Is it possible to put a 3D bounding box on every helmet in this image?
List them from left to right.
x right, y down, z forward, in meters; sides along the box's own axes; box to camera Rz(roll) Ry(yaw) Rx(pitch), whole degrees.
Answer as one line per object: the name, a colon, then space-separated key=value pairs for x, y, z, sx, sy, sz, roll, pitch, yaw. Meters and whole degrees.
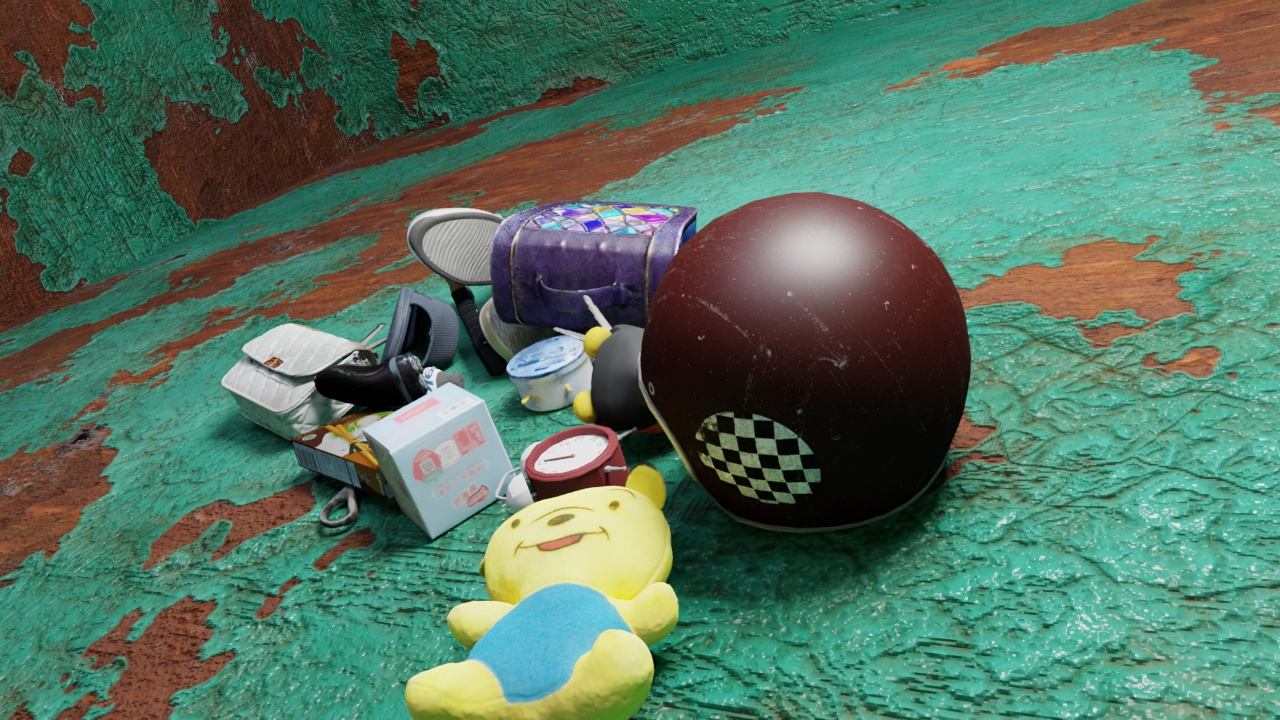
helmet: x=0.119 y=0.001 z=0.670 sx=0.234 sy=0.254 sz=0.232 roll=14 pitch=48 yaw=37

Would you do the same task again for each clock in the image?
clock: x=-0.091 y=0.006 z=0.980 sx=0.089 sy=0.052 sz=0.125 roll=-14 pitch=24 yaw=13
clock: x=-0.063 y=0.095 z=0.778 sx=0.125 sy=0.044 sz=0.087 roll=-11 pitch=25 yaw=14

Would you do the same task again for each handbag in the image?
handbag: x=-0.420 y=0.017 z=1.122 sx=0.195 sy=0.072 sz=0.138 roll=13 pitch=51 yaw=42
handbag: x=-0.041 y=-0.098 z=1.015 sx=0.205 sy=0.126 sz=0.221 roll=7 pitch=23 yaw=17

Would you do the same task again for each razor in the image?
razor: x=-0.298 y=0.020 z=1.014 sx=0.141 sy=0.053 sz=0.063 roll=-1 pitch=36 yaw=26

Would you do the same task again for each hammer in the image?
hammer: x=-0.227 y=-0.071 z=1.195 sx=0.025 sy=0.118 sz=0.333 roll=-30 pitch=31 yaw=-6

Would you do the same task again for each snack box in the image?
snack box: x=-0.264 y=0.089 z=0.931 sx=0.186 sy=0.032 sz=0.100 roll=7 pitch=25 yaw=45
snack box: x=-0.178 y=0.087 z=0.817 sx=0.092 sy=0.095 sz=0.079 roll=-31 pitch=26 yaw=-25

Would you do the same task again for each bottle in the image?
bottle: x=-0.254 y=0.034 z=1.046 sx=0.112 sy=0.047 sz=0.046 roll=-11 pitch=25 yaw=16

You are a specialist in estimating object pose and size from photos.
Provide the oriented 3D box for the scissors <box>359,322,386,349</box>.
scissors: x=-0.415 y=0.017 z=1.206 sx=0.180 sy=0.015 sz=0.199 roll=-9 pitch=36 yaw=37

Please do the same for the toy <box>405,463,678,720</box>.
toy: x=-0.049 y=0.157 z=0.590 sx=0.149 sy=0.084 sz=0.213 roll=-8 pitch=24 yaw=7

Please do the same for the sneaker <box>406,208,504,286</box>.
sneaker: x=-0.221 y=-0.156 z=1.204 sx=0.129 sy=0.097 sz=0.262 roll=29 pitch=10 yaw=29

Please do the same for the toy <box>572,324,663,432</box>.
toy: x=0.014 y=0.021 z=0.822 sx=0.119 sy=0.097 sz=0.100 roll=15 pitch=-11 yaw=-33

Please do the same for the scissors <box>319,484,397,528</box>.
scissors: x=-0.274 y=0.120 z=0.919 sx=0.154 sy=0.012 sz=0.163 roll=-10 pitch=21 yaw=14

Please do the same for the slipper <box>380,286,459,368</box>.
slipper: x=-0.267 y=-0.038 z=1.150 sx=0.082 sy=0.101 sz=0.263 roll=13 pitch=6 yaw=-9

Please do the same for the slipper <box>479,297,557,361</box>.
slipper: x=-0.132 y=-0.083 z=1.139 sx=0.052 sy=0.115 sz=0.262 roll=-26 pitch=19 yaw=31

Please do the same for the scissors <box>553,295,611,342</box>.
scissors: x=0.001 y=-0.007 z=0.896 sx=0.164 sy=0.014 sz=0.141 roll=-8 pitch=66 yaw=-17
